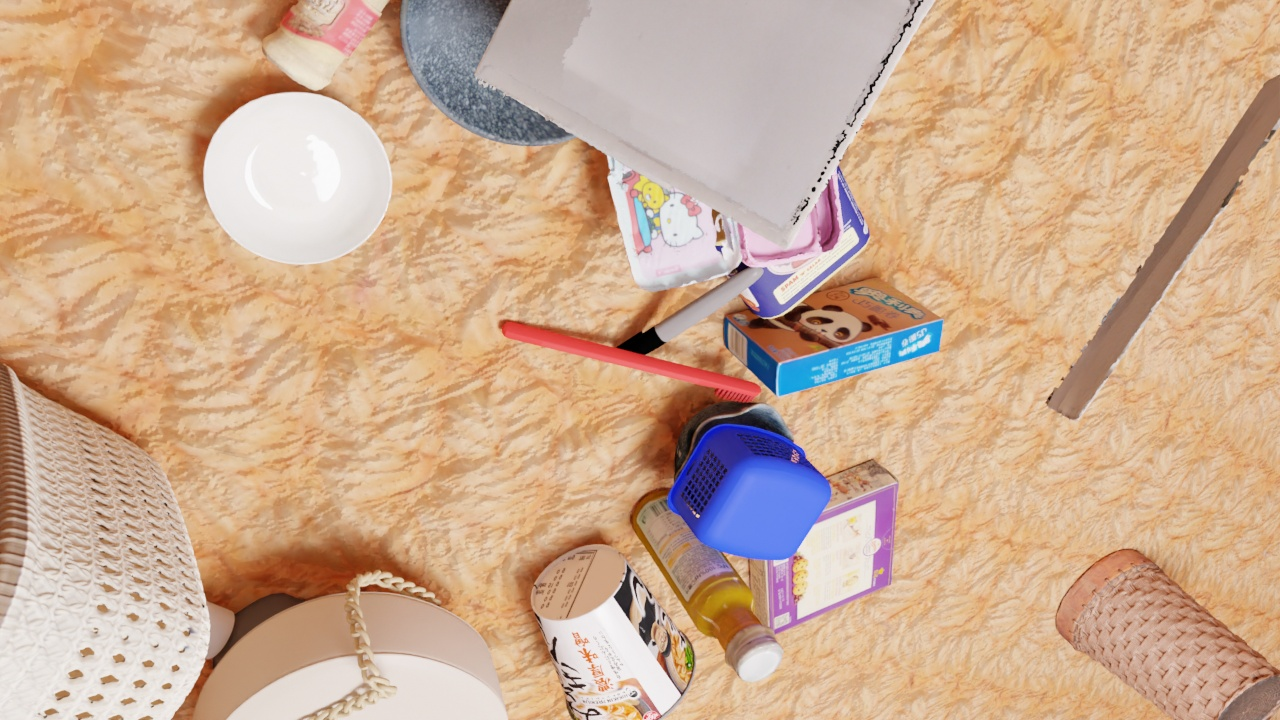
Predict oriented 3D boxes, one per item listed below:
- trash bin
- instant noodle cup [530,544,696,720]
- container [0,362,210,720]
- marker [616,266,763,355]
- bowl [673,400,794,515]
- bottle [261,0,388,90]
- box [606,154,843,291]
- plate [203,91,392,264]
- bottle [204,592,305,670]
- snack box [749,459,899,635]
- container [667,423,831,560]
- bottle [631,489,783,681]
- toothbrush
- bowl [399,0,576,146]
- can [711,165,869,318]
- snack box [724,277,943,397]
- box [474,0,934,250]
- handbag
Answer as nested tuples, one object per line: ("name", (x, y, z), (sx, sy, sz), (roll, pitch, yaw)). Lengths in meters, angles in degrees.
("trash bin", (0.648, 0.358, 1.130), (0.151, 0.210, 0.151), (-12, 122, -19))
("instant noodle cup", (-0.030, 0.231, 0.786), (0.123, 0.123, 0.122), (-28, 118, -9))
("container", (-0.342, 0.125, 0.492), (0.184, 0.246, 0.143), (-50, 136, 4))
("marker", (0.032, -0.033, 0.681), (0.139, 0.016, 0.022), (-33, 147, 29))
("bowl", (0.070, 0.074, 0.773), (0.110, 0.055, 0.110), (-12, 122, -20))
("bottle", (-0.160, -0.200, 0.503), (0.109, 0.044, 0.044), (-49, 127, 8))
("box", (0.048, -0.156, 0.602), (0.152, 0.038, 0.201), (-12, 103, -1))
("plate", (-0.203, -0.110, 0.546), (0.104, 0.026, 0.104), (-12, 122, -20))
("bottle", (-0.272, 0.228, 0.701), (0.084, 0.046, 0.174), (-46, 127, 5))
("snack box", (0.179, 0.185, 0.902), (0.147, 0.040, 0.144), (-18, 125, -16))
("container", (0.091, 0.109, 0.731), (0.114, 0.058, 0.096), (19, 108, -34))
("bottle", (0.052, 0.178, 0.743), (0.053, 0.186, 0.053), (-12, 123, -20))
("toothbrush", (-0.004, 0.004, 0.698), (0.212, 0.012, 0.018), (14, 137, -20))
("bowl", (-0.066, -0.198, 0.531), (0.137, 0.057, 0.137), (-2, 136, -2))
("can", (0.108, -0.099, 0.687), (0.116, 0.056, 0.092), (-39, 129, 0))
("snack box", (0.153, -0.022, 0.736), (0.151, 0.087, 0.034), (-15, 123, -18))
("box", (0.010, -0.201, 0.552), (0.173, 0.422, 0.167), (27, 100, -17))
("handbag", (-0.207, 0.272, 0.665), (0.209, 0.103, 0.210), (-45, 126, 9))
